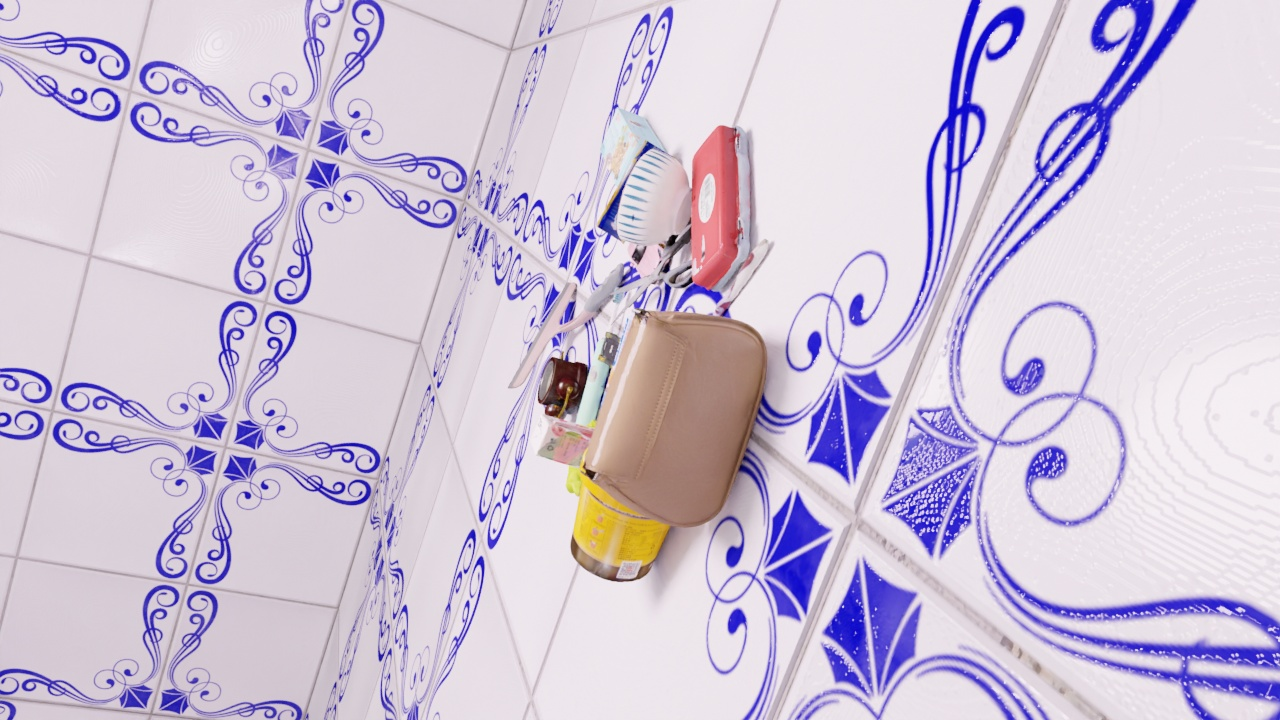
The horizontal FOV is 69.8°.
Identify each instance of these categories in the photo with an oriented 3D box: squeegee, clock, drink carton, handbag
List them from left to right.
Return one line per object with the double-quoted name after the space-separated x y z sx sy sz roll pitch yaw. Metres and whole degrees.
-0.118 0.044 1.382 0.121 0.055 0.082 -100 33 -53 "clock"
-0.069 0.105 1.128 0.045 0.122 0.053 -68 20 12 "drink carton"
-0.086 -0.081 1.411 0.250 0.040 0.246 -35 23 48 "squeegee"
0.032 0.050 0.878 0.100 0.147 0.204 12 82 67 "handbag"

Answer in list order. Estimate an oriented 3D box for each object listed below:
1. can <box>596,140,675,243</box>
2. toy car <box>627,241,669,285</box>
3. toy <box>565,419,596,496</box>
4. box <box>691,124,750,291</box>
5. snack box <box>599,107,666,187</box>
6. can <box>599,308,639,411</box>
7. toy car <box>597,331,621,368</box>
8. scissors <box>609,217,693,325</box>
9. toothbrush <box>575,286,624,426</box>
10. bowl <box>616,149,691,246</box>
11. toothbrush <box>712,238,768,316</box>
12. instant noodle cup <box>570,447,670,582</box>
-0.008 -0.234 1.281 0.148 0.049 0.074 -56 6 34 "can"
0.008 -0.147 1.233 0.122 0.037 0.056 -114 42 -57 "toy car"
-0.076 0.135 1.249 0.100 0.031 0.096 128 151 -53 "toy"
0.094 -0.176 1.043 0.087 0.047 0.200 -46 35 51 "box"
-0.014 -0.316 1.383 0.174 0.051 0.074 -110 40 -56 "snack box"
-0.007 0.007 1.135 0.053 0.053 0.134 24 98 69 "can"
-0.029 -0.011 1.227 0.043 0.036 0.091 -71 20 5 "toy car"
0.019 -0.109 1.154 0.178 0.014 0.159 20 83 57 "scissors"
-0.056 0.005 1.296 0.026 0.027 0.224 14 88 32 "toothbrush"
0.025 -0.190 1.114 0.116 0.066 0.117 -58 -18 -31 "bowl"
0.088 -0.063 0.998 0.016 0.017 0.188 -96 29 -44 "toothbrush"
-0.017 0.163 0.977 0.118 0.118 0.115 -115 38 -60 "instant noodle cup"
